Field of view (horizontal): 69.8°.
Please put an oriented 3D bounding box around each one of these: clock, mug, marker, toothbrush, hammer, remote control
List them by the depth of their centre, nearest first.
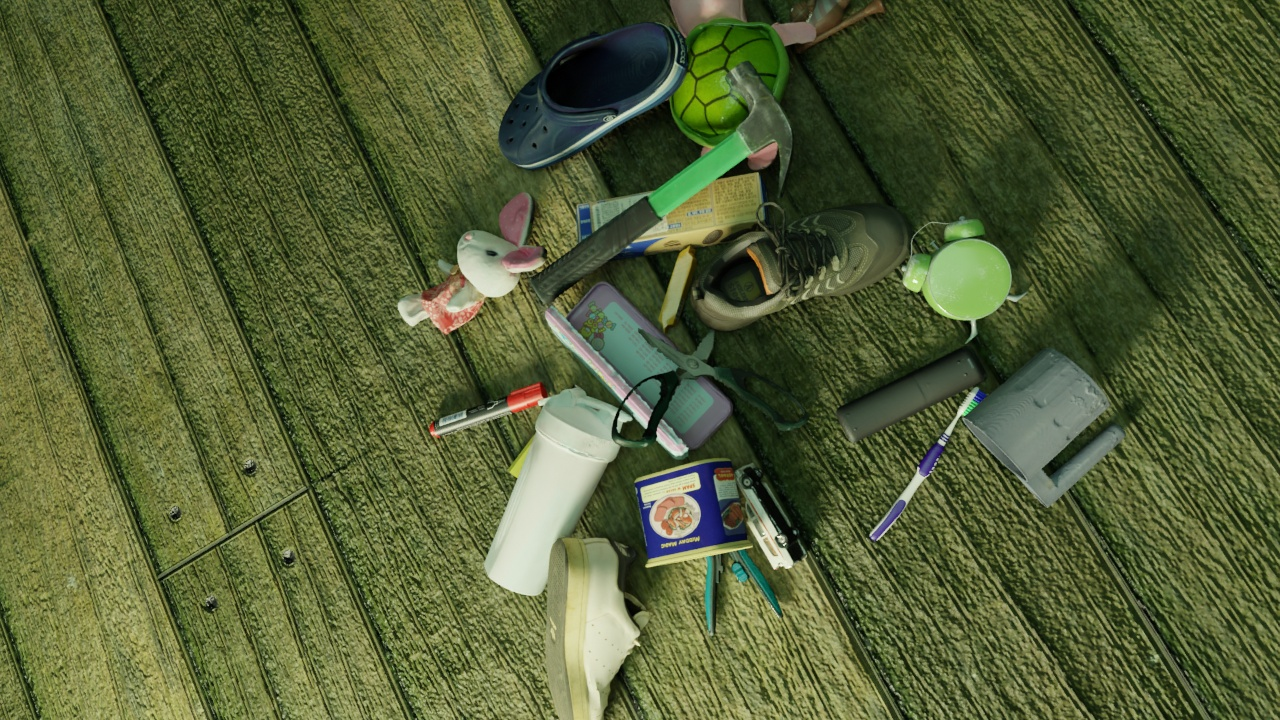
[{"bbox_3d":[0.389,0.064,0.876,0.104,0.083,0.124,-44,100,6],"label":"mug"},{"bbox_3d":[0.318,-0.086,0.911,0.094,0.042,0.119,-43,87,7],"label":"clock"},{"bbox_3d":[0.289,0.106,0.926,0.016,0.015,0.187,34,95,11],"label":"toothbrush"},{"bbox_3d":[0.274,0.035,0.934,0.152,0.020,0.041,-28,77,13],"label":"remote control"},{"bbox_3d":[0.016,-0.158,0.950,0.319,0.032,0.130,-33,92,18],"label":"hammer"},{"bbox_3d":[-0.104,0.081,1.036,0.021,0.017,0.124,38,95,15],"label":"marker"},{"bbox_3d":[-0.177,0.058,1.056,0.145,0.021,0.023,-19,88,13],"label":"marker"}]

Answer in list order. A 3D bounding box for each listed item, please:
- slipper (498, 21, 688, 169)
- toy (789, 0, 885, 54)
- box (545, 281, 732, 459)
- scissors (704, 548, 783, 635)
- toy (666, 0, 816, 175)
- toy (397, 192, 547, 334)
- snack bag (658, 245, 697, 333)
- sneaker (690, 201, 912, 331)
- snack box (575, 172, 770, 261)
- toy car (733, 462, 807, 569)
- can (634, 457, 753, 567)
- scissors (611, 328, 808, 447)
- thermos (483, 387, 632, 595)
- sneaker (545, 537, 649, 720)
[{"bbox_3d":[-0.068,-0.296,0.993,0.253,0.095,0.105,-19,79,33],"label":"slipper"},{"bbox_3d":[0.203,-0.371,0.978,0.102,0.041,0.055,-25,102,20],"label":"toy"},{"bbox_3d":[-0.008,0.007,0.977,0.089,0.092,0.214,-47,76,8],"label":"box"},{"bbox_3d":[0.091,0.224,0.970,0.156,0.019,0.124,40,95,17],"label":"scissors"},{"bbox_3d":[0.090,-0.312,0.977,0.191,0.087,0.238,-13,78,32],"label":"toy"},{"bbox_3d":[-0.186,-0.100,1.039,0.194,0.084,0.159,-33,37,16],"label":"toy"},{"bbox_3d":[0.041,-0.077,1.005,0.020,0.026,0.099,18,91,16],"label":"snack bag"},{"bbox_3d":[0.151,-0.108,0.915,0.238,0.143,0.101,-22,80,10],"label":"sneaker"},{"bbox_3d":[0.035,-0.153,0.999,0.207,0.057,0.056,-7,80,15],"label":"snack box"},{"bbox_3d":[0.129,0.164,0.957,0.039,0.039,0.113,-39,75,31],"label":"toy car"},{"bbox_3d":[0.051,0.157,0.950,0.116,0.056,0.092,-21,73,37],"label":"can"},{"bbox_3d":[0.064,0.042,0.936,0.202,0.015,0.201,33,51,8],"label":"scissors"},{"bbox_3d":[-0.097,0.139,0.992,0.099,0.099,0.220,27,96,16],"label":"thermos"},{"bbox_3d":[-0.042,0.298,0.974,0.102,0.089,0.242,-5,103,-22],"label":"sneaker"}]
